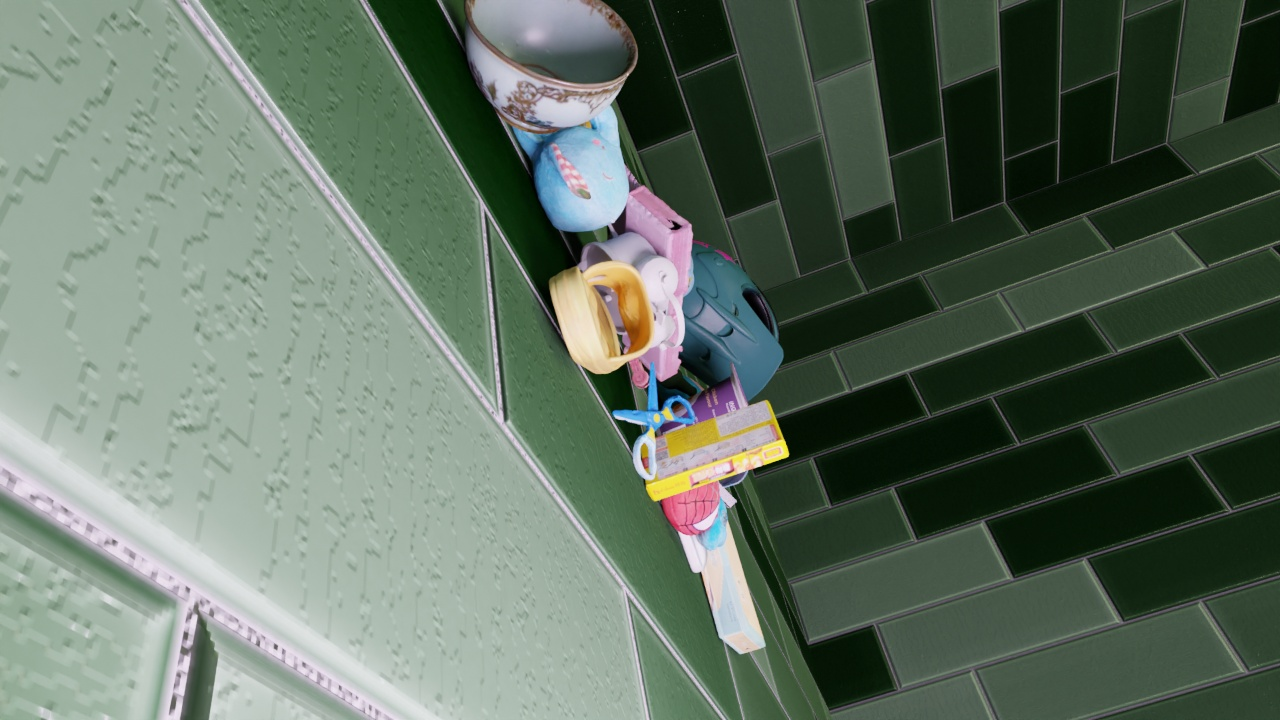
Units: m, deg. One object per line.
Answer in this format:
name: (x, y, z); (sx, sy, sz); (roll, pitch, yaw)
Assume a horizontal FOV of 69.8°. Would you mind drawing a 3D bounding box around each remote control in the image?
remote control: (0.094, 0.172, 1.261); (0.058, 0.013, 0.133); (46, -8, -4)
remote control: (0.052, 0.183, 1.087); (0.050, 0.022, 0.133); (-9, 80, -83)

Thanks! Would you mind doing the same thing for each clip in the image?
clip: (-0.005, 0.009, 1.159); (0.059, 0.023, 0.045); (65, 8, 5)

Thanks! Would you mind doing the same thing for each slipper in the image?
slipper: (-0.028, -0.042, 0.866); (0.263, 0.078, 0.099); (11, 63, -85)

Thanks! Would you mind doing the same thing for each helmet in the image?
helmet: (0.105, -0.064, 1.410); (0.275, 0.177, 0.199); (44, 22, 11)

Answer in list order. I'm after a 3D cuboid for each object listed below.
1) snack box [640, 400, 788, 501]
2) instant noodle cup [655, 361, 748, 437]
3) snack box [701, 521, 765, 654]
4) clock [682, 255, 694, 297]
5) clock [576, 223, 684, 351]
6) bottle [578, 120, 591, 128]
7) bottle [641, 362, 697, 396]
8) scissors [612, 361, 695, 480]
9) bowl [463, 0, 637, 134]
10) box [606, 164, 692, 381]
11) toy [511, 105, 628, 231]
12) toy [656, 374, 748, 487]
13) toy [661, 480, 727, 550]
snack box: (0.076, 0.096, 0.983); (0.075, 0.152, 0.025); (-100, 169, -57)
instant noodle cup: (0.085, 0.085, 1.208); (0.122, 0.122, 0.136); (47, 24, -73)
snack box: (0.107, 0.270, 1.185); (0.141, 0.044, 0.193); (59, 13, -61)
clock: (0.016, -0.118, 1.284); (0.060, 0.118, 0.162); (43, 19, -50)
clock: (-0.007, -0.073, 0.987); (0.159, 0.061, 0.120); (47, -29, 35)
bottle: (-0.078, -0.256, 1.124); (0.209, 0.068, 0.068); (38, 33, -77)
bottle: (0.040, 0.022, 1.263); (0.123, 0.033, 0.033); (33, 33, -47)
scissors: (0.014, 0.064, 0.966); (0.125, 0.013, 0.126); (12, 70, -44)
bowl: (-0.091, -0.269, 0.847); (0.094, 0.159, 0.159); (119, -35, -47)
box: (-0.006, -0.108, 1.076); (0.179, 0.040, 0.233); (51, -27, 36)
toy: (-0.072, -0.220, 0.948); (0.180, 0.115, 0.183); (60, 12, 4)
toy: (0.085, 0.085, 1.389); (0.191, 0.099, 0.224); (35, 26, -59)
toy: (0.067, 0.162, 1.043); (0.133, 0.062, 0.092); (51, 45, -33)
